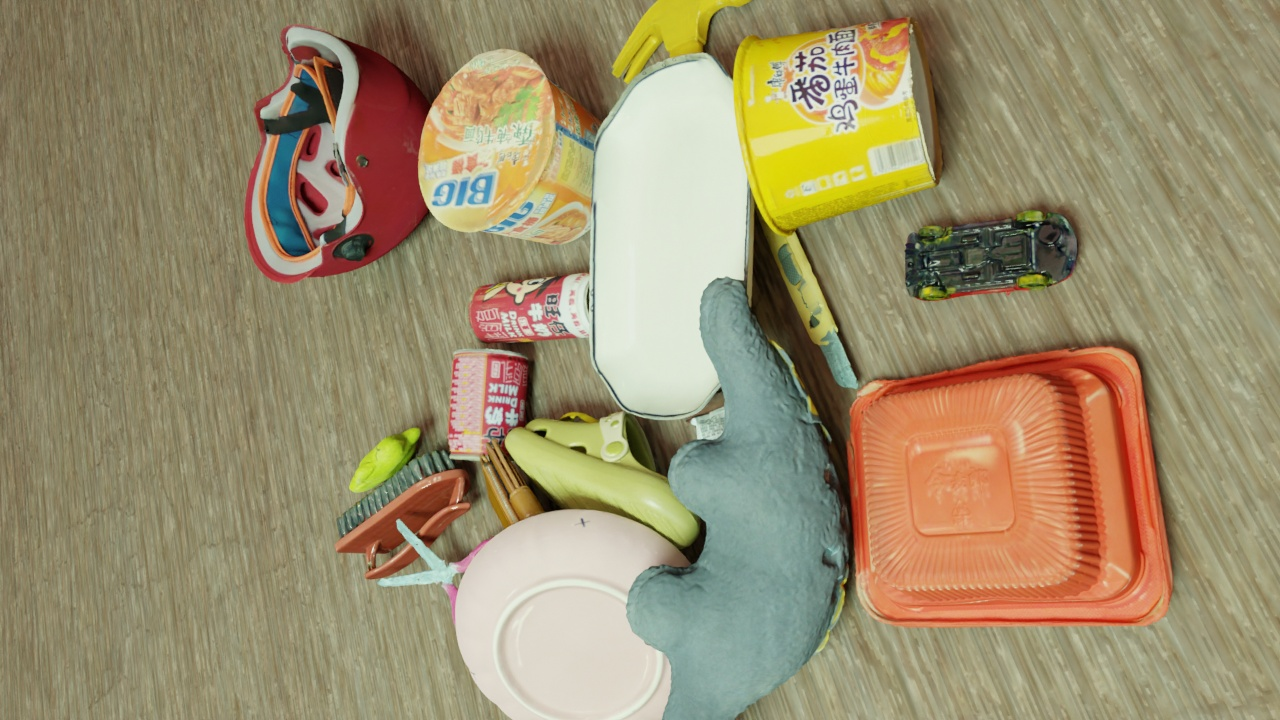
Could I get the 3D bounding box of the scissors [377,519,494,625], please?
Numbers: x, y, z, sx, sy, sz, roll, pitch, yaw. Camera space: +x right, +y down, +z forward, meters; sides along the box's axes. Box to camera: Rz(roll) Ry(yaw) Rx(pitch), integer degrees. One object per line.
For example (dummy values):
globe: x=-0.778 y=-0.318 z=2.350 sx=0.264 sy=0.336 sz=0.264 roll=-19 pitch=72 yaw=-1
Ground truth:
scissors: x=-0.163 y=0.184 z=0.800 sx=0.130 sy=0.017 sz=0.133 roll=-42 pitch=88 yaw=9

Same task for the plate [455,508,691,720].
plate: x=-0.043 y=0.201 z=0.659 sx=0.192 sy=0.039 sz=0.192 roll=2 pitch=108 yaw=5

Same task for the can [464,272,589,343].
can: x=-0.084 y=-0.044 z=0.785 sx=0.133 sy=0.053 sz=0.053 roll=-3 pitch=81 yaw=34

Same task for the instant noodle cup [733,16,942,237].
instant noodle cup: x=0.136 y=-0.160 z=0.611 sx=0.110 sy=0.138 sz=0.138 roll=-8 pitch=78 yaw=26

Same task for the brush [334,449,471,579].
brush: x=-0.209 y=0.142 z=0.837 sx=0.146 sy=0.063 sz=0.069 roll=-37 pitch=61 yaw=23

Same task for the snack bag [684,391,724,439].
snack bag: x=0.063 y=0.077 z=0.681 sx=0.048 sy=0.026 sz=0.104 roll=-24 pitch=69 yaw=23

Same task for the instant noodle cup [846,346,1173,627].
instant noodle cup: x=0.203 y=0.077 z=0.554 sx=0.189 sy=0.079 sz=0.164 roll=-14 pitch=70 yaw=37

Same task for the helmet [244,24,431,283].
helmet: x=-0.280 y=-0.185 z=0.893 sx=0.207 sy=0.143 sz=0.241 roll=55 pitch=127 yaw=28

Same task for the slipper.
slipper: x=-0.020 y=0.084 z=0.714 sx=0.191 sy=0.092 sz=0.081 roll=16 pitch=56 yaw=42

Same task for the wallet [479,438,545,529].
wallet: x=-0.091 y=0.136 z=0.734 sx=0.035 sy=0.119 sz=0.130 roll=-25 pitch=60 yaw=-20

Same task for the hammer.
hammer: x=0.046 y=-0.159 z=0.727 sx=0.129 sy=0.032 sz=0.300 roll=-15 pitch=74 yaw=32

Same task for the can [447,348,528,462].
can: x=-0.132 y=0.040 z=0.797 sx=0.067 sy=0.066 sz=0.093 roll=-3 pitch=81 yaw=34

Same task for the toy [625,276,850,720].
toy: x=0.070 y=0.130 z=0.600 sx=0.091 sy=0.137 sz=0.356 roll=10 pitch=90 yaw=65

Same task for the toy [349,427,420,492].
toy: x=-0.237 y=0.093 z=0.856 sx=0.097 sy=0.100 sz=0.031 roll=-40 pitch=93 yaw=3

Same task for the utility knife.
utility knife: x=0.119 y=-0.062 z=0.673 sx=0.031 sy=0.020 sz=0.190 roll=-48 pitch=59 yaw=51

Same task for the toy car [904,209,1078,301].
toy car: x=0.224 y=-0.065 z=0.590 sx=0.106 sy=0.031 sz=0.049 roll=-6 pitch=80 yaw=35

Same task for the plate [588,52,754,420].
plate: x=0.028 y=-0.089 z=0.682 sx=0.162 sy=0.034 sz=0.265 roll=-1 pitch=87 yaw=46

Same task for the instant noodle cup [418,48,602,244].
instant noodle cup: x=-0.097 y=-0.170 z=0.779 sx=0.152 sy=0.111 sz=0.151 roll=-6 pitch=79 yaw=34
